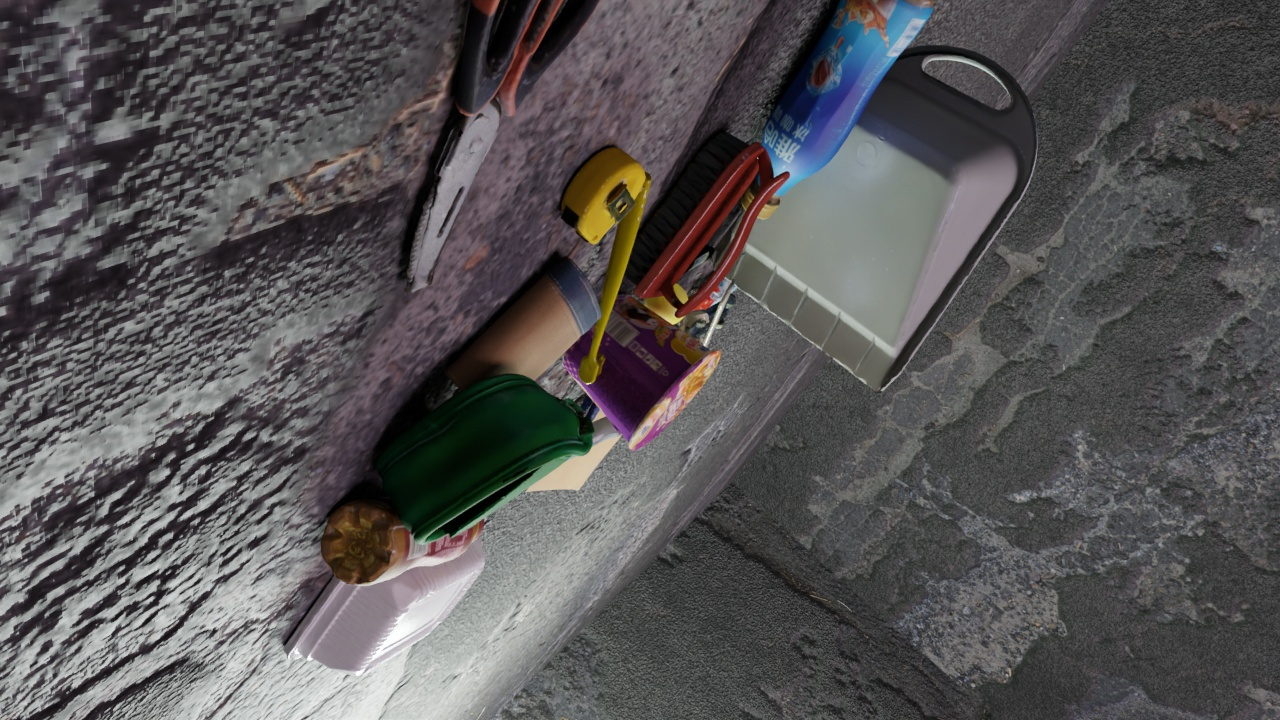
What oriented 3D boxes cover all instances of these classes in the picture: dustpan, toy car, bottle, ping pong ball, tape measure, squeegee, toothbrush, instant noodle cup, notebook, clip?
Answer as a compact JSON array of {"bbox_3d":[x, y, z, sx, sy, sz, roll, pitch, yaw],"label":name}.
[{"bbox_3d":[0.222,-0.148,0.831,0.142,0.223,0.258,-20,140,-41],"label":"dustpan"},{"bbox_3d":[0.071,-0.049,1.018,0.090,0.034,0.043,-35,164,-39],"label":"toy car"},{"bbox_3d":[0.146,-0.207,0.738,0.065,0.065,0.219,-33,161,-49],"label":"bottle"},{"bbox_3d":[0.024,-0.052,0.837,0.040,0.040,0.040,-45,167,-14],"label":"ping pong ball"},{"bbox_3d":[-0.021,-0.102,0.571,0.060,0.029,0.057,-49,166,1],"label":"tape measure"},{"bbox_3d":[-0.016,0.051,0.900,0.246,0.039,0.247,-31,162,-21],"label":"squeegee"},{"bbox_3d":[-0.019,-0.056,0.677,0.016,0.016,0.191,-43,157,-47],"label":"toothbrush"},{"bbox_3d":[-0.005,0.005,0.781,0.111,0.099,0.112,-45,165,-15],"label":"instant noodle cup"},{"bbox_3d":[-0.169,0.129,0.693,0.057,0.057,0.175,-50,167,5],"label":"bottle"},{"bbox_3d":[-0.056,0.092,1.064,0.149,0.012,0.211,-50,167,2],"label":"notebook"},{"bbox_3d":[-0.204,0.201,0.790,0.138,0.060,0.173,-52,168,15],"label":"instant noodle cup"},{"bbox_3d":[0.039,-0.038,0.928,0.100,0.035,0.076,-4,114,-69],"label":"clip"}]

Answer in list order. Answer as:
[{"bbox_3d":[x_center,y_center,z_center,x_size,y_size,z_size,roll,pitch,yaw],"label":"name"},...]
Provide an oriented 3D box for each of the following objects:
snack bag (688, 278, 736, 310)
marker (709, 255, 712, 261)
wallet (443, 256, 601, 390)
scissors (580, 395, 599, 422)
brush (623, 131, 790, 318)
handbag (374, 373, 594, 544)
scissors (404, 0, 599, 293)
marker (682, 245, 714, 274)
[{"bbox_3d":[0.088,-0.082,0.993,0.105,0.026,0.045,-34,166,-48],"label":"snack bag"},{"bbox_3d":[0.102,-0.116,0.971,0.018,0.015,0.123,-52,164,28],"label":"marker"},{"bbox_3d":[-0.079,-0.013,0.639,0.115,0.033,0.090,-46,164,-8],"label":"wallet"},{"bbox_3d":[-0.017,0.002,0.915,0.162,0.012,0.175,-53,163,6],"label":"scissors"},{"bbox_3d":[0.052,-0.105,0.712,0.146,0.069,0.063,-53,167,18],"label":"brush"},{"bbox_3d":[-0.105,0.066,0.630,0.131,0.068,0.120,-34,168,14],"label":"handbag"},{"bbox_3d":[-0.063,-0.116,0.425,0.176,0.015,0.211,-45,167,-20],"label":"scissors"},{"bbox_3d":[0.041,-0.089,0.849,0.123,0.015,0.018,-33,156,-58],"label":"marker"}]
